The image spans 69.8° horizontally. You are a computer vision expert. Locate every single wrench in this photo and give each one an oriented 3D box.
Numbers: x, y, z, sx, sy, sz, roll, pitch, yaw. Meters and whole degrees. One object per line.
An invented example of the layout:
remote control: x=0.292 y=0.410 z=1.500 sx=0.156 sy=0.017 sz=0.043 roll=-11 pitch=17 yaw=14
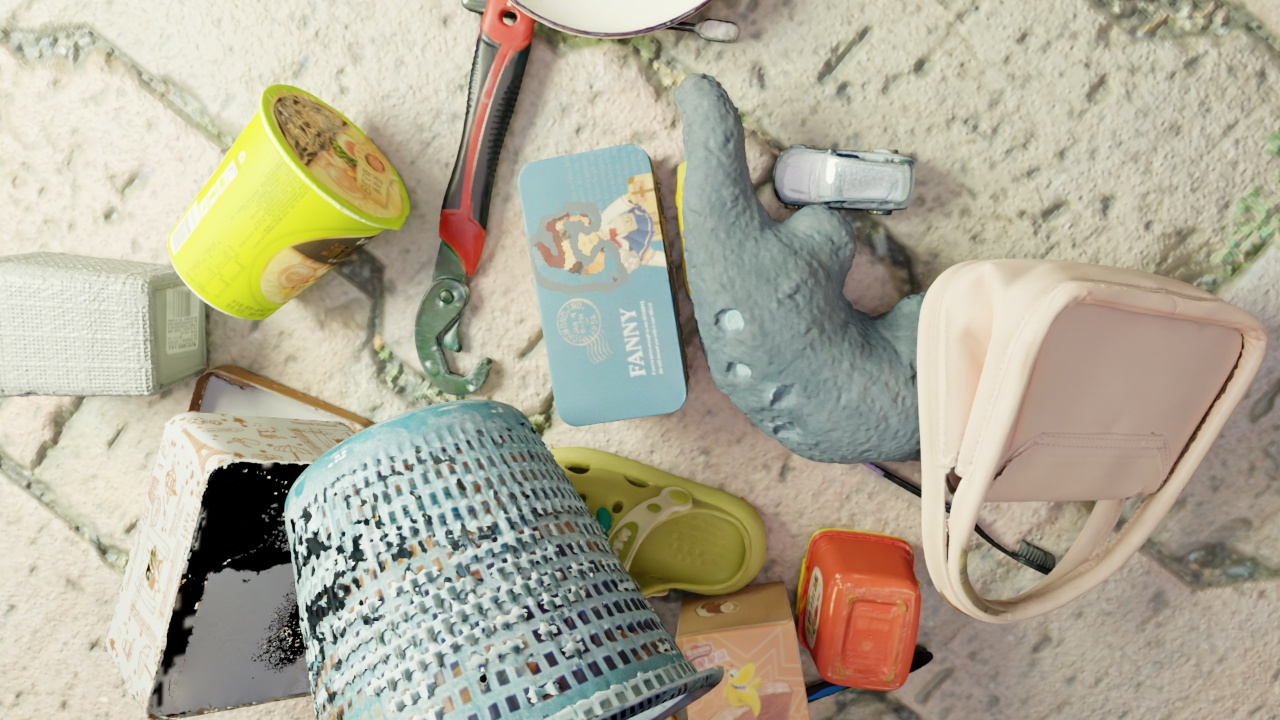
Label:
wrench: x=-0.110 y=-0.108 z=0.611 sx=0.056 sy=0.016 sz=0.274 roll=12 pitch=104 yaw=1

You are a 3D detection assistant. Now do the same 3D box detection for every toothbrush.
toothbrush: x=0.208 y=0.098 z=0.635 sx=0.189 sy=0.014 sz=0.017 roll=31 pitch=94 yaw=-2
toothbrush: x=0.122 y=0.244 z=0.672 sx=0.190 sy=0.016 sz=0.014 roll=-23 pitch=108 yaw=11
toothbrush: x=-0.027 y=-0.220 z=0.587 sx=0.181 sy=0.018 sz=0.016 roll=8 pitch=109 yaw=4

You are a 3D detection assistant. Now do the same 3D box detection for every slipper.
slipper: x=-0.006 y=0.117 z=0.620 sx=0.190 sy=0.081 sz=0.092 roll=12 pitch=99 yaw=-1

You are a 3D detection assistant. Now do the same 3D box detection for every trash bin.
trash bin: x=-0.096 y=0.138 z=0.513 sx=0.227 sy=0.226 sz=0.195 roll=-31 pitch=67 yaw=9

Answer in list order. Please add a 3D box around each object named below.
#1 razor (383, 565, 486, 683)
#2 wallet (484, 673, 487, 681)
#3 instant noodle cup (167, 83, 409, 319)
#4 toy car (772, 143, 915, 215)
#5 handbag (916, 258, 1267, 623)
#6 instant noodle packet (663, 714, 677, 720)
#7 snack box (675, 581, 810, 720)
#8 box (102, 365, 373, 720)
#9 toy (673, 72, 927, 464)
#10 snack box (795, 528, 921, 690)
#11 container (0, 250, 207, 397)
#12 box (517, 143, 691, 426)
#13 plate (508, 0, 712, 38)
razor: x=-0.137 y=0.215 z=0.649 sx=0.068 sy=0.062 sz=0.167 roll=-19 pitch=89 yaw=49
wallet: x=-0.090 y=0.273 z=0.669 sx=0.101 sy=0.032 sz=0.124 roll=15 pitch=99 yaw=22
instant noodle cup: x=-0.230 y=-0.092 z=0.587 sx=0.124 sy=0.111 sz=0.111 roll=-38 pitch=96 yaw=19
toy car: x=0.131 y=-0.116 z=0.588 sx=0.090 sy=0.034 sz=0.043 roll=5 pitch=105 yaw=4
handbag: x=0.251 y=0.058 z=0.556 sx=0.193 sy=0.093 sz=0.234 roll=4 pitch=106 yaw=-23
instant noodle packet: x=-0.024 y=0.269 z=0.615 sx=0.128 sy=0.044 sz=0.111 roll=-25 pitch=101 yaw=-9
snack box: x=0.070 y=0.212 z=0.620 sx=0.077 sy=0.092 sz=0.094 roll=-10 pitch=91 yaw=6
box: x=-0.273 y=0.109 z=0.631 sx=0.178 sy=0.152 sz=0.182 roll=27 pitch=101 yaw=39
toy: x=0.118 y=-0.011 z=0.582 sx=0.356 sy=0.091 sz=0.138 roll=43 pitch=88 yaw=-11
snack box: x=0.150 y=0.169 z=0.619 sx=0.082 sy=0.080 sz=0.091 roll=6 pitch=101 yaw=2
container: x=-0.363 y=-0.023 z=0.613 sx=0.114 sy=0.090 sz=0.090 roll=3 pitch=102 yaw=0
box: x=-0.020 y=-0.042 z=0.589 sx=0.090 sy=0.061 sz=0.184 roll=-11 pitch=92 yaw=8
plate: x=-0.016 y=-0.291 z=0.556 sx=0.192 sy=0.039 sz=0.192 roll=0 pitch=97 yaw=2
